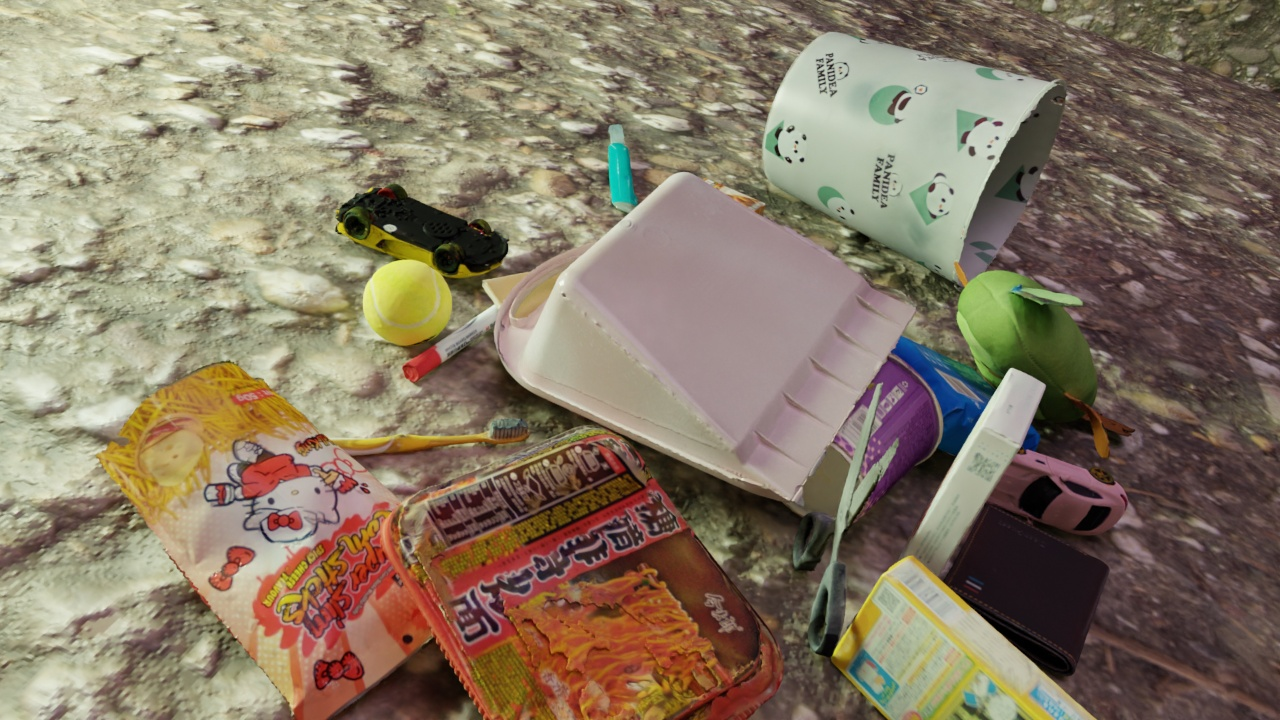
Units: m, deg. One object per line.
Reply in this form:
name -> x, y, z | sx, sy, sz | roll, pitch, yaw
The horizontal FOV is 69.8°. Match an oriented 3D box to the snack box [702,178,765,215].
snack box -> 0.075, -0.153, 0.945 | 0.075, 0.026, 0.153 | 25, 25, 12

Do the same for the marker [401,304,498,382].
marker -> -0.134, -0.022, 0.725 | 0.017, 0.017, 0.144 | 28, 38, 15

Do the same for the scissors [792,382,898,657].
scissors -> 0.121, 0.099, 0.552 | 0.014, 0.174, 0.159 | 7, -6, -7

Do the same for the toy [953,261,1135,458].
toy -> 0.337, -0.007, 0.792 | 0.246, 0.090, 0.226 | 31, 22, -48

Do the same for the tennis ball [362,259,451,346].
tennis ball -> -0.176, -0.043, 0.695 | 0.065, 0.066, 0.065 | 11, 37, -8

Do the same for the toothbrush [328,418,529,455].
toothbrush -> -0.165, 0.053, 0.613 | 0.191, 0.018, 0.016 | -2, 39, -24

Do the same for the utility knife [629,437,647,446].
utility knife -> -0.004, 0.004, 0.722 | 0.031, 0.018, 0.164 | 17, 44, -16

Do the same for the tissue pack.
tissue pack -> 0.252, 0.039, 0.745 | 0.157, 0.052, 0.095 | 19, 28, -36

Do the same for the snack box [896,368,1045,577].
snack box -> 0.209, 0.086, 0.597 | 0.027, 0.157, 0.084 | 30, 38, 17

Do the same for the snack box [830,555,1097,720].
snack box -> 0.179, 0.188, 0.512 | 0.033, 0.087, 0.140 | -17, 48, -36

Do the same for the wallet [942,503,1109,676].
wallet -> 0.273, 0.156, 0.649 | 0.096, 0.020, 0.122 | 32, 37, 20

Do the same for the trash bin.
trash bin -> 0.288, -0.232, 1.002 | 0.252, 0.230, 0.228 | 31, 38, 27

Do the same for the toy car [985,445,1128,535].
toy car -> 0.309, 0.100, 0.703 | 0.122, 0.056, 0.037 | 19, 34, 0

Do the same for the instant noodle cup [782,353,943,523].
instant noodle cup -> 0.145, 0.059, 0.661 | 0.111, 0.112, 0.099 | 33, 49, 21

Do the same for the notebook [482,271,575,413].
notebook -> -0.010, -0.035, 0.779 | 0.207, 0.008, 0.147 | -16, 56, -36

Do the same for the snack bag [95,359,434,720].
snack bag -> -0.197, 0.095, 0.517 | 0.208, 0.073, 0.128 | 40, 41, 16

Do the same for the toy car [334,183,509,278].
toy car -> -0.189, -0.108, 0.793 | 0.156, 0.041, 0.071 | 21, 37, 8

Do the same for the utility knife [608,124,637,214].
utility knife -> -0.022, -0.217, 1.025 | 0.029, 0.013, 0.205 | 7, 40, -10

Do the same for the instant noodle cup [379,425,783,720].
instant noodle cup -> -0.032, 0.138, 0.486 | 0.164, 0.079, 0.189 | -19, 61, -41

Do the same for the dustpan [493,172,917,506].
dustpan -> 0.033, -0.019, 0.684 | 0.273, 0.139, 0.221 | 40, 53, 8
